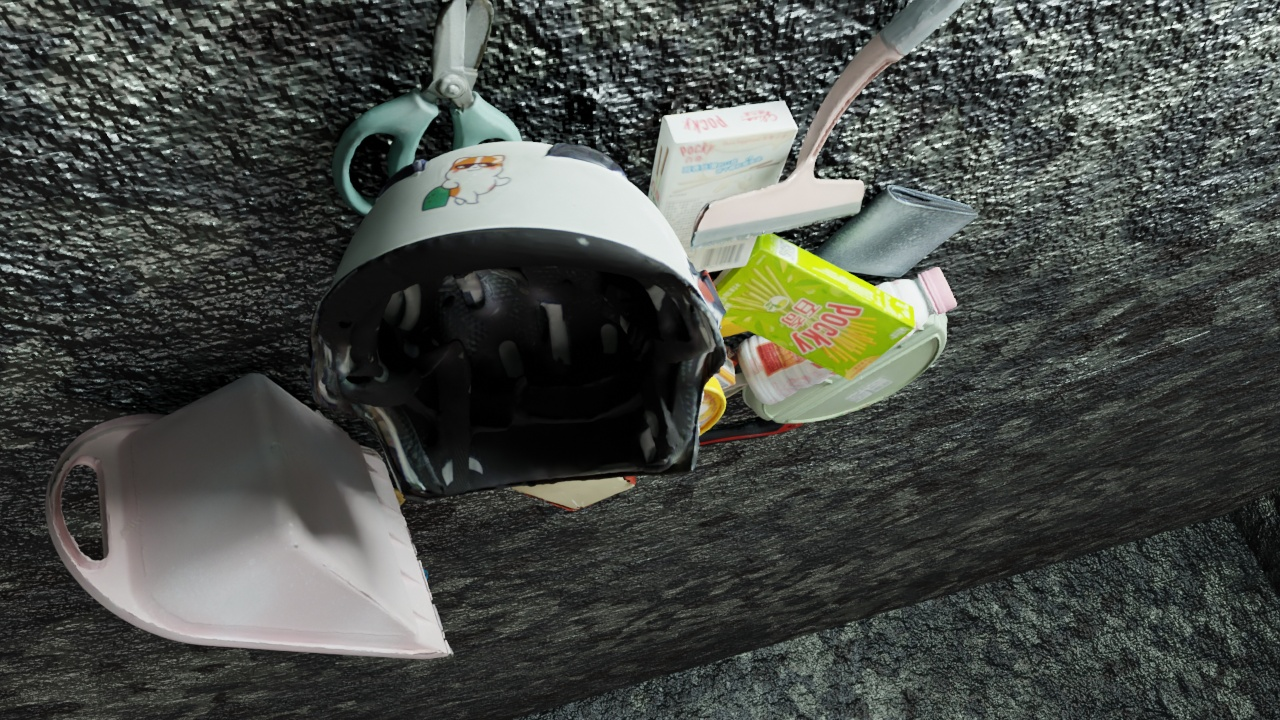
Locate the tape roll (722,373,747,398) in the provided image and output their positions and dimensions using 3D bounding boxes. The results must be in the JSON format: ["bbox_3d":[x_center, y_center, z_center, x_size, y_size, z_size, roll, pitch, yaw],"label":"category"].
[{"bbox_3d":[0.068,0.036,0.924,0.086,0.014,0.086,-23,171,-4],"label":"tape roll"}]

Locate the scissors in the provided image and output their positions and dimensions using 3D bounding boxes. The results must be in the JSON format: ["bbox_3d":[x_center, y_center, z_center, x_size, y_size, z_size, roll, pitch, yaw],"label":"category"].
[{"bbox_3d":[-0.132,-0.134,0.512,0.132,0.019,0.186,-13,151,-9],"label":"scissors"}]

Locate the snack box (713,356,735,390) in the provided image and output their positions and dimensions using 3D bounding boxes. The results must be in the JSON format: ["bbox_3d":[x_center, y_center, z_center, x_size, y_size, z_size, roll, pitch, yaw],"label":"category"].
[{"bbox_3d":[0.004,0.024,0.843,0.154,0.026,0.075,-23,142,28],"label":"snack box"}]

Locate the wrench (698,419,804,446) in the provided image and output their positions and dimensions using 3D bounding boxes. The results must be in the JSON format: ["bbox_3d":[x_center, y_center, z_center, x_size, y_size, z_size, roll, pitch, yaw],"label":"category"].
[{"bbox_3d":[0.065,0.095,1.059,0.273,0.016,0.056,-11,155,-12],"label":"wrench"}]

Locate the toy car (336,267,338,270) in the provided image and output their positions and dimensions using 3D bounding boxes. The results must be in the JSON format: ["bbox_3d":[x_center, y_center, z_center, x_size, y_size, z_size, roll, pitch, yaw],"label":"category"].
[{"bbox_3d":[-0.162,-0.056,0.621,0.090,0.034,0.043,-18,152,-29],"label":"toy car"}]

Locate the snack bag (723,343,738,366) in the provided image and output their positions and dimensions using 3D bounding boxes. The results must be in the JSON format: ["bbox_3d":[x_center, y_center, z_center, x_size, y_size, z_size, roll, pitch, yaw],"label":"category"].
[{"bbox_3d":[0.044,0.015,0.886,0.104,0.026,0.048,-27,143,22],"label":"snack bag"}]

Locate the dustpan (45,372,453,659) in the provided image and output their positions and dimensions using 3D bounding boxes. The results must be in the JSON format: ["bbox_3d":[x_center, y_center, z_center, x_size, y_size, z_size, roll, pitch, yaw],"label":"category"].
[{"bbox_3d":[-0.294,0.131,0.708,0.139,0.222,0.273,-31,140,-2],"label":"dustpan"}]

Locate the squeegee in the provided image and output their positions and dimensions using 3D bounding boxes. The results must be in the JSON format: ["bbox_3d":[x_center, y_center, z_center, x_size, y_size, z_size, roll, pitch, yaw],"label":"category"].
[{"bbox_3d":[0.153,-0.182,0.558,0.247,0.040,0.250,-19,154,-52],"label":"squeegee"}]

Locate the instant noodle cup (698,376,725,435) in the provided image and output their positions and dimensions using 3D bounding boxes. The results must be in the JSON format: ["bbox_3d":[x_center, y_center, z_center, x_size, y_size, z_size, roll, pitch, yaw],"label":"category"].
[{"bbox_3d":[-0.004,0.004,0.739,0.118,0.114,0.119,-14,152,-8],"label":"instant noodle cup"}]

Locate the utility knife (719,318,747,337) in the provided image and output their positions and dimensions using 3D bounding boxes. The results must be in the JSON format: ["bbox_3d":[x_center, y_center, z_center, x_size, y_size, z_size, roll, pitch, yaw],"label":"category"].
[{"bbox_3d":[0.054,-0.029,0.821,0.195,0.015,0.033,-14,149,-2],"label":"utility knife"}]

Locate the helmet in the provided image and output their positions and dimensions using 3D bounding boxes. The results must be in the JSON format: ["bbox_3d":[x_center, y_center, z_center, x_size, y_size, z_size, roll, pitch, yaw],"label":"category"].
[{"bbox_3d":[-0.068,-0.033,0.548,0.230,0.156,0.274,-8,144,3],"label":"helmet"}]

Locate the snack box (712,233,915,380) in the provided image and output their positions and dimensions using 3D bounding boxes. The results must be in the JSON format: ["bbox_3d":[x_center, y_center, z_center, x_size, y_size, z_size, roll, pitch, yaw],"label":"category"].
[{"bbox_3d":[0.141,-0.043,0.765,0.156,0.026,0.086,25,137,-18],"label":"snack box"}]

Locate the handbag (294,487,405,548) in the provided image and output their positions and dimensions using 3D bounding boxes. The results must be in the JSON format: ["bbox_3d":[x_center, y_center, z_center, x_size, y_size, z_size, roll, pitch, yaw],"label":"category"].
[{"bbox_3d":[-0.341,0.170,0.918,0.163,0.063,0.178,-27,148,15],"label":"handbag"}]

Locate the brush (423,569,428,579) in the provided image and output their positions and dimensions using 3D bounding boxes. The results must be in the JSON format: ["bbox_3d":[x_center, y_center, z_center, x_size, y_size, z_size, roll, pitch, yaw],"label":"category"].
[{"bbox_3d":[-0.317,0.137,0.809,0.061,0.109,0.314,-34,149,24],"label":"brush"}]

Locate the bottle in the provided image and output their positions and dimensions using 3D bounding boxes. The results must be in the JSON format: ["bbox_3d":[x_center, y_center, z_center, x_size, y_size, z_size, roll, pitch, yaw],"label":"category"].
[{"bbox_3d":[0.189,-0.026,0.846,0.197,0.068,0.068,-26,152,17],"label":"bottle"}]

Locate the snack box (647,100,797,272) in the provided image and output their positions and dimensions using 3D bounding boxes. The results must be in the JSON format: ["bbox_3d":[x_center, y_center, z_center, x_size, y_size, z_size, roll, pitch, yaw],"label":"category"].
[{"bbox_3d":[0.049,-0.113,0.646,0.084,0.026,0.157,-11,152,-13],"label":"snack box"}]

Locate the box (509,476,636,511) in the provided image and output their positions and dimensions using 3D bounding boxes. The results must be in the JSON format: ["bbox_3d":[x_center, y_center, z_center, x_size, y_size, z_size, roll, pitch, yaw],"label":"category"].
[{"bbox_3d":[-0.074,0.103,0.923,0.091,0.080,0.168,-25,153,17],"label":"box"}]

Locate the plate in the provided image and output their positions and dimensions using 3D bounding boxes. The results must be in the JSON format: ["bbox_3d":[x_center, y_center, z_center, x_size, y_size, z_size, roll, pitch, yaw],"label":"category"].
[{"bbox_3d":[0.221,0.010,0.981,0.230,0.027,0.231,-13,153,-7],"label":"plate"}]

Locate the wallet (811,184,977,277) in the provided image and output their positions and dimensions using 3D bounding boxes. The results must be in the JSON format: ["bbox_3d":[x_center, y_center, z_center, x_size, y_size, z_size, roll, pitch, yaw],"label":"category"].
[{"bbox_3d":[0.213,-0.104,0.774,0.120,0.019,0.097,3,149,-37],"label":"wallet"}]
